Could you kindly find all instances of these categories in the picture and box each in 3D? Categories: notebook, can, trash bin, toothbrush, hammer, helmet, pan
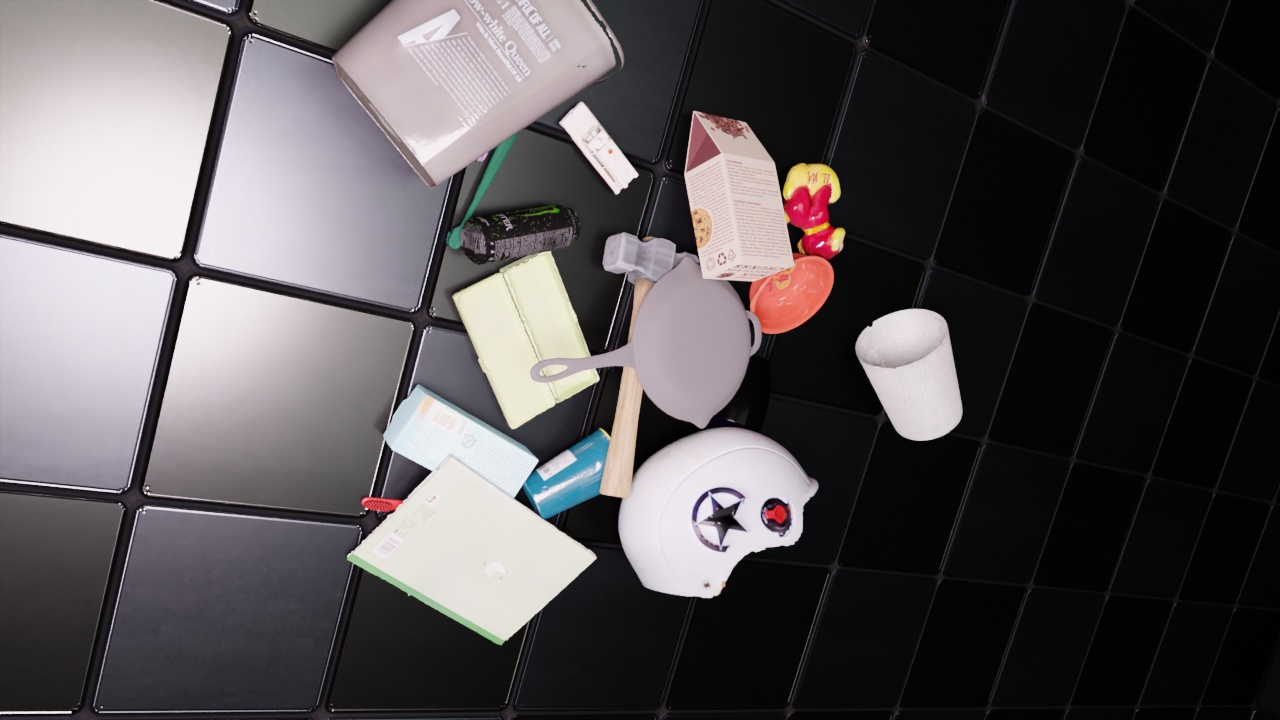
[{"bbox_3d":[-0.201,0.242,1.127,0.182,0.010,0.252,-44,122,8],"label":"notebook"},{"bbox_3d":[-0.138,-0.146,1.057,0.137,0.054,0.054,-16,111,-34],"label":"can"},{"bbox_3d":[-0.173,-0.303,0.927,0.220,0.197,0.197,-40,107,-6],"label":"trash bin"},{"bbox_3d":[-0.234,0.185,1.122,0.212,0.018,0.012,12,97,-30],"label":"toothbrush"},{"bbox_3d":[-0.007,0.007,1.134,0.117,0.051,0.322,13,82,-31],"label":"hammer"},{"bbox_3d":[0.409,0.027,1.370,0.133,0.133,0.161,-38,123,-15],"label":"trash bin"},{"bbox_3d":[0.088,0.173,1.185,0.263,0.237,0.163,-32,97,-15],"label":"helmet"},{"bbox_3d":[0.024,-0.012,1.112,0.353,0.024,0.216,-11,99,-36],"label":"pan"},{"bbox_3d":[-0.174,-0.213,1.052,0.016,0.017,0.189,28,87,-31],"label":"toothbrush"}]

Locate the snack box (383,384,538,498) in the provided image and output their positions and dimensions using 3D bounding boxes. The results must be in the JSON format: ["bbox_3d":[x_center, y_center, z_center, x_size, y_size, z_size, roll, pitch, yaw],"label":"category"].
[{"bbox_3d":[-0.212,0.104,1.093,0.174,0.053,0.075,35,87,-30],"label":"snack box"}]

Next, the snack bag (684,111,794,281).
[{"bbox_3d":[0.118,-0.210,1.155,0.094,0.070,0.206,-1,78,-41],"label":"snack bag"}]

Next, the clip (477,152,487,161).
[{"bbox_3d":[-0.172,-0.254,1.044,0.046,0.014,0.050,-18,108,-26],"label":"clip"}]

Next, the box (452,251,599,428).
[{"bbox_3d":[-0.137,-0.026,1.115,0.137,0.024,0.187,-33,117,-24],"label":"box"}]

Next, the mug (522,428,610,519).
[{"bbox_3d":[-0.085,0.148,1.164,0.121,0.078,0.078,-27,114,-15],"label":"mug"}]

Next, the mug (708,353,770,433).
[{"bbox_3d":[0.120,0.036,1.248,0.119,0.085,0.100,19,80,-1],"label":"mug"}]

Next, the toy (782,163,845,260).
[{"bbox_3d":[0.234,-0.201,1.251,0.105,0.067,0.137,-21,105,-21],"label":"toy"}]

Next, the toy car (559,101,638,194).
[{"bbox_3d":[-0.046,-0.253,1.096,0.039,0.039,0.113,-46,119,-10],"label":"toy car"}]

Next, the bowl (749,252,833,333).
[{"bbox_3d":[0.196,-0.100,1.248,0.130,0.045,0.131,-19,139,-17],"label":"bowl"}]
